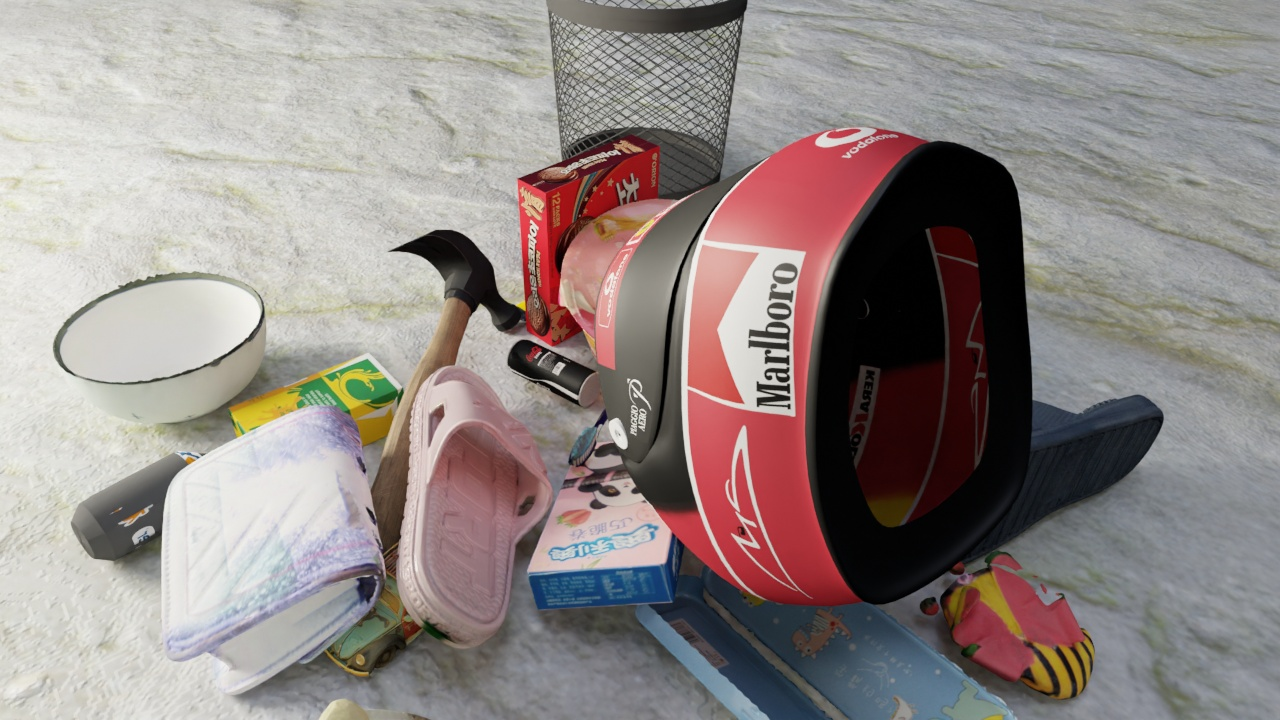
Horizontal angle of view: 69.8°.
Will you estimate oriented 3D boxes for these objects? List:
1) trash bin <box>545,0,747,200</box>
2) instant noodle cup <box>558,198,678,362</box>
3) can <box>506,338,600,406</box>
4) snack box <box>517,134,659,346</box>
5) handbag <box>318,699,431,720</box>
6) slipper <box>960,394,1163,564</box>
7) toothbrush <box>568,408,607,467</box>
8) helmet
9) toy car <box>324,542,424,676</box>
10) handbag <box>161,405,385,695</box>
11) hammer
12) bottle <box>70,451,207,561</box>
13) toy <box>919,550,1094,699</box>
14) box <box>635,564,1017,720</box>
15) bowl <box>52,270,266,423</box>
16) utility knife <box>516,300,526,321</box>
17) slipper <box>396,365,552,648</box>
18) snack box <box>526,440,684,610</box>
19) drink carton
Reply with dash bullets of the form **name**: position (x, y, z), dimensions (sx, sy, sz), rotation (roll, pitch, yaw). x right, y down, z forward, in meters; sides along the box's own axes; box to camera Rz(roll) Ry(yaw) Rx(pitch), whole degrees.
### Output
- **trash bin**: position (0.004, -0.310, 1.032), dimensions (0.218, 0.228, 0.217), rotation (1, 37, -1)
- **instant noodle cup**: position (0.022, -0.047, 0.781), dimensions (0.178, 0.078, 0.178), rotation (2, 54, -2)
- **can**: position (-0.073, 0.010, 0.768), dimensions (0.080, 0.032, 0.031), rotation (24, 43, 27)
- **snack box**: position (-0.044, -0.108, 0.825), dimensions (0.036, 0.152, 0.132), rotation (31, 46, 33)
- **handbag**: position (-0.174, 0.217, 0.414), dimensions (0.171, 0.124, 0.112), rotation (1, 43, -11)
- **slipper**: position (0.259, 0.065, 0.653), dimensions (0.263, 0.101, 0.082), rotation (-15, 41, -26)
- **toothbrush**: position (-0.004, 0.004, 0.684), dimensions (0.016, 0.017, 0.188), rotation (26, 58, 11)
- **helmet**: position (0.080, 0.003, 0.514), dimensions (0.197, 0.271, 0.225), rotation (-27, 28, -26)
- **toy car**: position (-0.149, 0.143, 0.576), dimensions (0.047, 0.047, 0.111), rotation (25, 45, 27)
- **handbag**: position (-0.224, 0.113, 0.577), dimensions (0.126, 0.069, 0.158), rotation (-29, 42, -3)
- **hammer**: position (-0.166, 0.019, 0.706), dimensions (0.040, 0.132, 0.304), rotation (-18, 40, 24)
- **bottle**: position (-0.331, 0.094, 0.636), dimensions (0.047, 0.047, 0.112), rotation (28, 45, 30)
- **toy**: position (0.229, 0.164, 0.566), dimensions (0.103, 0.046, 0.084), rotation (33, 43, 24)
- **box**: position (0.101, 0.183, 0.537), dimensions (0.121, 0.047, 0.209), rotation (-27, 46, -31)
- **bowl**: position (-0.377, -0.002, 0.740), dimensions (0.153, 0.073, 0.153), rotation (1, 36, -1)
- **utility knife**: position (-0.035, -0.089, 0.912), dimensions (0.227, 0.019, 0.030), rotation (-33, 54, -31)
- **slipper**: position (-0.103, 0.078, 0.607), dimensions (0.064, 0.094, 0.239), rotation (-38, 29, 19)
- **snack box**: position (-0.012, 0.102, 0.610), dimensions (0.088, 0.033, 0.153), rotation (-7, 24, 14)
- **drink carton**: position (-0.249, 0.045, 0.708), dimensions (0.122, 0.041, 0.058), rotation (-25, 44, -32)
